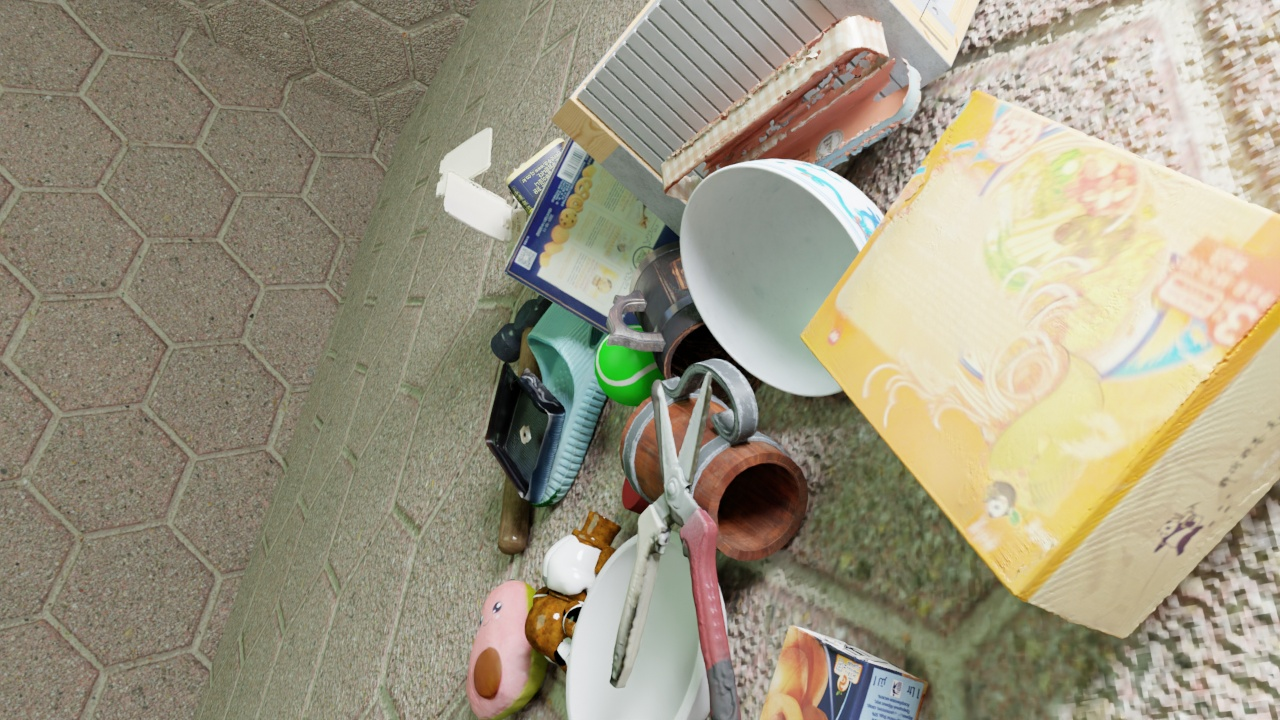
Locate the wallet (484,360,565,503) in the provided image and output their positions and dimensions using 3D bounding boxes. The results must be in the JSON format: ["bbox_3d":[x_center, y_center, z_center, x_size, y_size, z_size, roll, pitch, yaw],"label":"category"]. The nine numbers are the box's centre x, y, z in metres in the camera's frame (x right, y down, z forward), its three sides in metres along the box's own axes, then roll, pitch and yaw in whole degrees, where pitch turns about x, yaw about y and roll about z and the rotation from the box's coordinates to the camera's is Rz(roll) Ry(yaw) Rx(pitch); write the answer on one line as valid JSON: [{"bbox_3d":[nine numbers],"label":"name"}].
[{"bbox_3d":[-0.103,0.063,0.824,0.115,0.026,0.089,42,121,54],"label":"wallet"}]

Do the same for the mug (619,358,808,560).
[{"bbox_3d":[0.042,0.052,0.559,0.111,0.081,0.117,-148,47,-62],"label":"mug"}]

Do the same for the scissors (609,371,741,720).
[{"bbox_3d":[0.016,0.114,0.510,0.180,0.015,0.198,-58,39,35],"label":"scissors"}]

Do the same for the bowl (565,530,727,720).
[{"bbox_3d":[0.011,0.182,0.569,0.150,0.043,0.149,-41,36,39],"label":"bowl"}]

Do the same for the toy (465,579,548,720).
[{"bbox_3d":[-0.110,0.235,0.756,0.090,0.051,0.109,-47,30,34],"label":"toy"}]

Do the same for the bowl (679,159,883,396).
[{"bbox_3d":[0.101,-0.059,0.542,0.074,0.144,0.144,-33,6,-32],"label":"bowl"}]

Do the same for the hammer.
[{"bbox_3d":[-0.122,0.058,0.965,0.130,0.040,0.321,-41,35,36],"label":"hammer"}]

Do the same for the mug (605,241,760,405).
[{"bbox_3d":[0.024,-0.029,0.650,0.107,0.115,0.080,-110,32,-56],"label":"mug"}]

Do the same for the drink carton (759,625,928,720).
[{"bbox_3d":[0.080,0.197,0.422,0.064,0.040,0.130,3,71,65],"label":"drink carton"}]

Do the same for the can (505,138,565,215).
[{"bbox_3d":[-0.071,-0.148,0.899,0.075,0.104,0.135,-39,6,0],"label":"can"}]

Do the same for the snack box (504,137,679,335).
[{"bbox_3d":[-0.024,-0.105,0.792,0.144,0.145,0.042,-61,-16,10],"label":"snack box"}]

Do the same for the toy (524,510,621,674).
[{"bbox_3d":[-0.047,0.171,0.683,0.112,0.067,0.087,-62,23,-13],"label":"toy"}]

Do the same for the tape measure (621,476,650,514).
[{"bbox_3d":[0.005,0.088,0.697,0.051,0.019,0.059,-61,18,16],"label":"tape measure"}]

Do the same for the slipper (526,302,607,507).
[{"bbox_3d":[-0.063,0.001,0.857,0.116,0.069,0.276,9,77,62],"label":"slipper"}]

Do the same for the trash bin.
[{"bbox_3d":[0.083,-0.218,0.620,0.248,0.142,0.142,-30,24,52],"label":"trash bin"}]

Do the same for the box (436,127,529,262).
[{"bbox_3d":[-0.126,-0.170,0.989,0.081,0.180,0.143,-51,34,44],"label":"box"}]

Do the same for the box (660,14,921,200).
[{"bbox_3d":[0.081,-0.133,0.557,0.188,0.056,0.067,-28,82,51],"label":"box"}]

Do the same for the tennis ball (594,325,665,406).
[{"bbox_3d":[-0.004,0.004,0.734,0.066,0.065,0.065,-45,31,38],"label":"tennis ball"}]

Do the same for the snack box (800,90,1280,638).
[{"bbox_3d":[0.170,-0.010,0.377,0.145,0.080,0.195,-57,26,18],"label":"snack box"}]
